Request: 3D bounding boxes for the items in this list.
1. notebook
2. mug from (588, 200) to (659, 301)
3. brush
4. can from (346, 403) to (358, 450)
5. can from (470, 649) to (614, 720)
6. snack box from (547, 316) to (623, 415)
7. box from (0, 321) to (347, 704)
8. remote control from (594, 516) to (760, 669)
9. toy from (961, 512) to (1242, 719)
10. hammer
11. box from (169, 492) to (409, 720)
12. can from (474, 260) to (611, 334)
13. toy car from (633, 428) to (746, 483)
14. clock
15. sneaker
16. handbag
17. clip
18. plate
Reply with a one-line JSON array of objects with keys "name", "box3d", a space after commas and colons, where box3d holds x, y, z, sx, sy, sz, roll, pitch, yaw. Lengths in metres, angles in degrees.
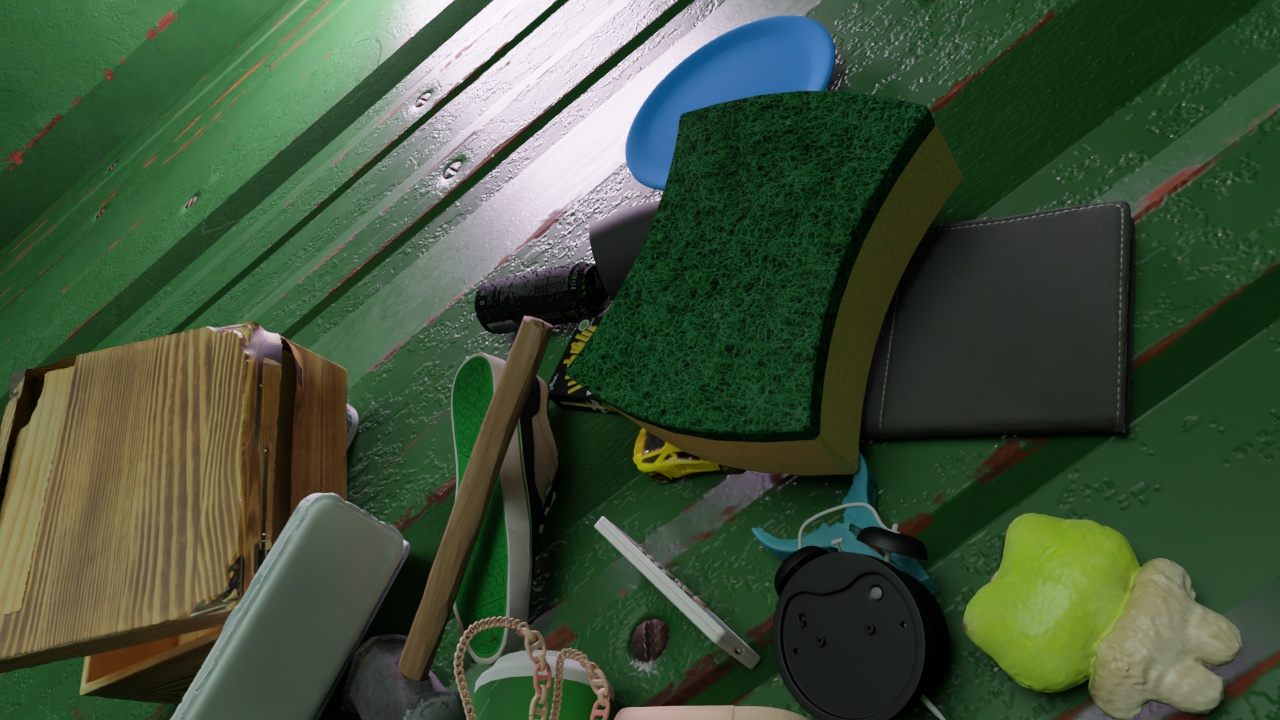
[{"name": "notebook", "box3d": [0.204, -0.024, 0.600, 0.209, 0.029, 0.169, -3, 57, 34]}, {"name": "mug", "box3d": [0.021, -0.099, 0.785, 0.100, 0.085, 0.118, -19, 16, 13]}, {"name": "brush", "box3d": [0.081, -0.057, 0.623, 0.195, 0.075, 0.249, 12, 73, 41]}, {"name": "can", "box3d": [-0.338, 0.073, 0.953, 0.086, 0.043, 0.086, -22, 46, 24]}, {"name": "can", "box3d": [-0.062, 0.251, 0.540, 0.088, 0.088, 0.139, -20, 46, 26]}, {"name": "snack box", "box3d": [-0.004, 0.004, 0.748, 0.148, 0.025, 0.080, 3, 59, 41]}, {"name": "box", "box3d": [-0.401, 0.121, 0.799, 0.259, 0.220, 0.278, -24, 55, 19]}, {"name": "remote control", "box3d": [0.021, 0.146, 0.589, 0.011, 0.050, 0.136, -50, 41, -6]}, {"name": "toy", "box3d": [0.222, 0.126, 0.446, 0.115, 0.046, 0.092, 21, 72, 40]}, {"name": "hammer", "box3d": [-0.128, 0.125, 0.646, 0.098, 0.052, 0.328, 24, 96, 48]}, {"name": "box", "box3d": [-0.242, 0.216, 0.679, 0.084, 0.186, 0.210, 18, 66, 22]}, {"name": "can", "box3d": [-0.093, -0.057, 0.850, 0.138, 0.054, 0.053, -7, 53, 35]}, {"name": "toy car", "box3d": [0.043, 0.058, 0.662, 0.107, 0.030, 0.049, -11, 49, 31]}, {"name": "clock", "box3d": [0.118, 0.137, 0.497, 0.091, 0.042, 0.120, -28, 59, 34]}, {"name": "sneaker", "box3d": [-0.096, 0.111, 0.707, 0.084, 0.079, 0.235, -25, 60, 40]}, {"name": "handbag", "box3d": [-0.005, 0.235, 0.429, 0.117, 0.187, 0.198, -19, 42, 36]}, {"name": "clip", "box3d": [0.129, 0.092, 0.567, 0.121, 0.033, 0.119, -6, 50, 36]}, {"name": "plate", "box3d": [0.085, -0.243, 0.883, 0.225, 0.024, 0.223, -22, 45, 24]}]
